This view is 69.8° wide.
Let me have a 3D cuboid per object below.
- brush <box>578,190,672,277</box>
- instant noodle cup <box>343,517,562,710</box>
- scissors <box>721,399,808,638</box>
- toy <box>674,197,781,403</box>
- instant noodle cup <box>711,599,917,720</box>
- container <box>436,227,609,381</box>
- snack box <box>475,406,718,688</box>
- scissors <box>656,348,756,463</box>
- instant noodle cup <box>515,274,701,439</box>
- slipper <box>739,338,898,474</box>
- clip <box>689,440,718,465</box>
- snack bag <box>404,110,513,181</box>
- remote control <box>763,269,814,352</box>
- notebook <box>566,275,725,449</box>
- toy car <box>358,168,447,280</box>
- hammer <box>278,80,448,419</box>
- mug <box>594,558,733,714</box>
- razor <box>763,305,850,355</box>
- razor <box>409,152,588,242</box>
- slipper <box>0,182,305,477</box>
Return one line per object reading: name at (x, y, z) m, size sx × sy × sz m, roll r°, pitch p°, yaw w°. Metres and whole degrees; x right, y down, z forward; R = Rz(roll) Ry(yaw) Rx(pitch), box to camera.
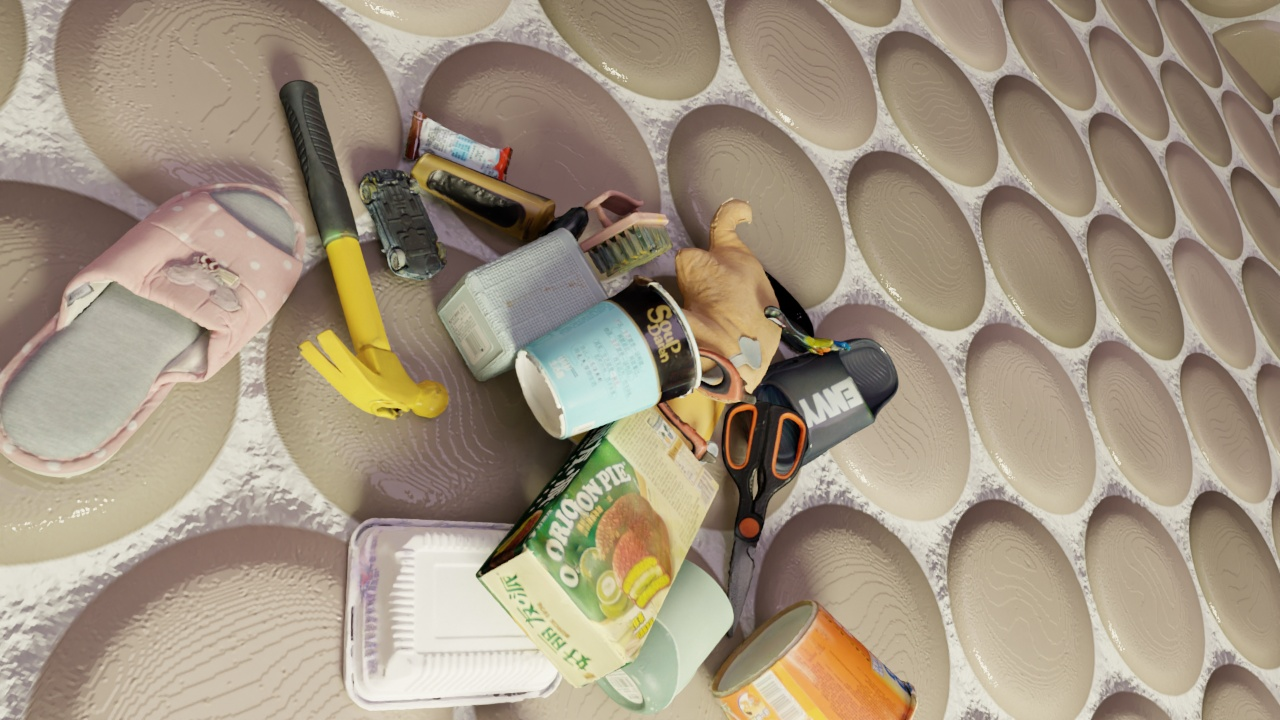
brush at (-0.010, -0.127, 0.883) m, size 0.073 × 0.063 × 0.145 m, roll 62°, pitch 19°, yaw -1°
instant noodle cup at (-0.126, 0.184, 0.686) m, size 0.173 × 0.061 × 0.137 m, roll 9°, pitch 65°, yaw -31°
scissors at (0.091, 0.145, 0.876) m, size 0.125 × 0.022 × 0.234 m, roll 29°, pitch 76°, yaw 12°
toy at (0.088, -0.060, 0.925) m, size 0.143 × 0.083 × 0.225 m, roll 43°, pitch 46°, yaw -29°
instant noodle cup at (0.140, 0.285, 0.782) m, size 0.111 × 0.152 × 0.151 m, roll 49°, pitch 49°, yaw 4°
container at (-0.103, -0.045, 0.789) m, size 0.111 × 0.090 × 0.090 m, roll -28°, pitch 87°, yaw -38°
snack box at (-0.022, 0.129, 0.722) m, size 0.114 × 0.063 × 0.239 m, roll 50°, pitch 31°, yaw -7°
scissors at (0.008, -0.003, 0.839) m, size 0.015 × 0.214 × 0.197 m, roll -30°, pitch 119°, yaw -73°
instant noodle cup at (-0.032, 0.003, 0.736) m, size 0.120 × 0.111 × 0.111 m, roll -25°, pitch 85°, yaw -22°
slipper at (0.210, 0.030, 0.984) m, size 0.267 × 0.084 × 0.110 m, roll -24°, pitch 82°, yaw -41°
clip at (0.047, 0.095, 0.868) m, size 0.056 × 0.028 × 0.024 m, roll -30°, pitch 89°, yaw -33°
snack bag at (-0.165, -0.192, 0.848) m, size 0.104 × 0.026 × 0.048 m, roll 14°, pitch 85°, yaw -29°
remote control at (0.149, -0.064, 1.020) m, size 0.136 × 0.024 × 0.053 m, roll 42°, pitch 50°, yaw -13°
notebook at (0.016, 0.030, 0.890) m, size 0.146 × 0.010 × 0.205 m, roll 40°, pitch 52°, yaw -15°
toy car at (-0.203, -0.114, 0.783) m, size 0.048 × 0.031 × 0.105 m, roll -18°, pitch 79°, yaw -40°
hammer at (-0.238, -0.094, 0.729) m, size 0.128 × 0.033 × 0.300 m, roll 21°, pitch 45°, yaw -65°
mug at (0.016, 0.237, 0.756) m, size 0.106 × 0.082 × 0.112 m, roll -42°, pitch 131°, yaw -36°
razor at (0.164, -0.027, 0.931) m, size 0.142 × 0.043 × 0.022 m, roll 23°, pitch 81°, yaw -50°
razor at (-0.128, -0.141, 0.835) m, size 0.167 × 0.062 × 0.067 m, roll 23°, pitch 25°, yaw -22°
slipper at (-0.331, -0.037, 0.639) m, size 0.114 × 0.055 × 0.273 m, roll 40°, pitch 51°, yaw -14°
